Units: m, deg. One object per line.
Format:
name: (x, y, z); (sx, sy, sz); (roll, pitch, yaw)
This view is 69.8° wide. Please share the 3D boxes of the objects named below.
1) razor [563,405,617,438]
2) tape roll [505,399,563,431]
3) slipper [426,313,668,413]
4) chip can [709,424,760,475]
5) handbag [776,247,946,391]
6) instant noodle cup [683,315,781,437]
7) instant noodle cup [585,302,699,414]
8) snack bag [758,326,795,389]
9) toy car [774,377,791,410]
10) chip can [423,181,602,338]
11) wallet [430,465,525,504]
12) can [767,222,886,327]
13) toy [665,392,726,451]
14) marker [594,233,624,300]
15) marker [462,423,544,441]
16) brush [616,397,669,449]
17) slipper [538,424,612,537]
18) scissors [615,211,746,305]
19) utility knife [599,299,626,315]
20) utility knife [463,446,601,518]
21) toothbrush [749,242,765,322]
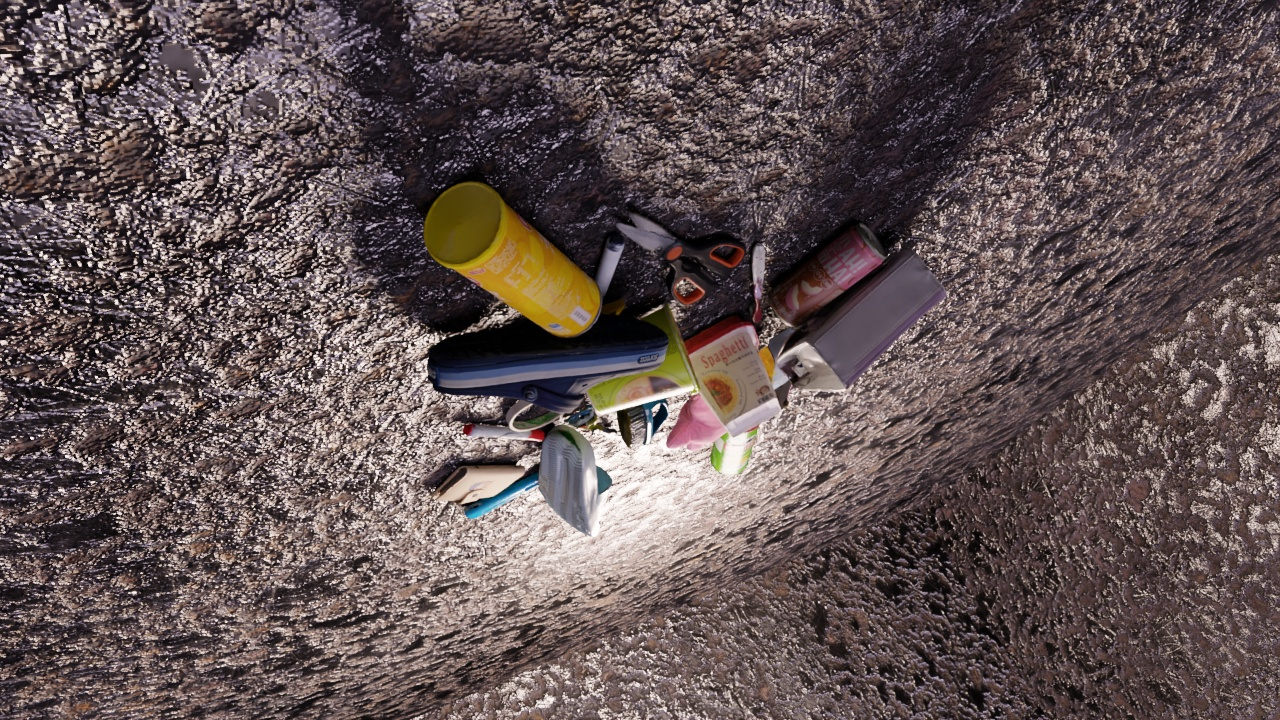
razor: (-0.061, 0.095, 1.294); (0.043, 0.022, 0.142); (-29, 158, 10)
tape roll: (-0.128, 0.062, 1.158); (0.085, 0.014, 0.086); (-23, 157, -10)
slipper: (-0.087, 0.013, 0.932); (0.252, 0.105, 0.095); (-6, 114, -20)
chip can: (0.158, 0.127, 1.544); (0.072, 0.072, 0.236); (-23, 158, -10)
handbag: (0.281, -0.049, 1.204); (0.196, 0.098, 0.145); (-39, 178, -16)
instant noodle cup: (0.121, 0.026, 1.211); (0.116, 0.124, 0.116); (-28, 158, 4)
instant noodle cup: (-0.006, 0.006, 1.066); (0.123, 0.111, 0.112); (-21, 158, 5)
snack bag: (0.247, -0.026, 1.317); (0.190, 0.039, 0.110); (-28, 133, -26)
toy car: (0.216, 0.048, 1.486); (0.056, 0.037, 0.123); (-21, 144, -23)
chip can: (-0.103, -0.080, 0.803); (0.072, 0.072, 0.213); (-31, 157, 10)
wallet: (-0.227, 0.173, 1.278); (0.087, 0.024, 0.115); (-38, 157, 27)
can: (0.229, -0.104, 1.137); (0.148, 0.058, 0.057); (-39, 155, 26)
toy: (0.116, 0.062, 1.346); (0.195, 0.074, 0.178); (-43, 159, 8)
marker: (-0.040, -0.084, 0.936); (0.022, 0.018, 0.131); (-8, 153, -19)
marker: (-0.173, 0.092, 1.171); (0.017, 0.017, 0.145); (-37, 156, 22)
brush: (0.005, 0.077, 1.284); (0.073, 0.055, 0.144); (-21, 156, -11)
slipper: (-0.091, 0.165, 1.319); (0.074, 0.104, 0.246); (-45, 155, -30)
scissors: (0.047, -0.124, 0.951); (0.152, 0.021, 0.235); (-32, 154, -6)
utility knife: (-0.085, -0.033, 0.997); (0.156, 0.015, 0.033); (-22, 160, -13)
utility knife: (-0.159, 0.181, 1.379); (0.225, 0.018, 0.034); (-27, 157, -4)
toothbrush: (0.141, -0.094, 1.121); (0.016, 0.017, 0.188); (-23, 155, -4)
